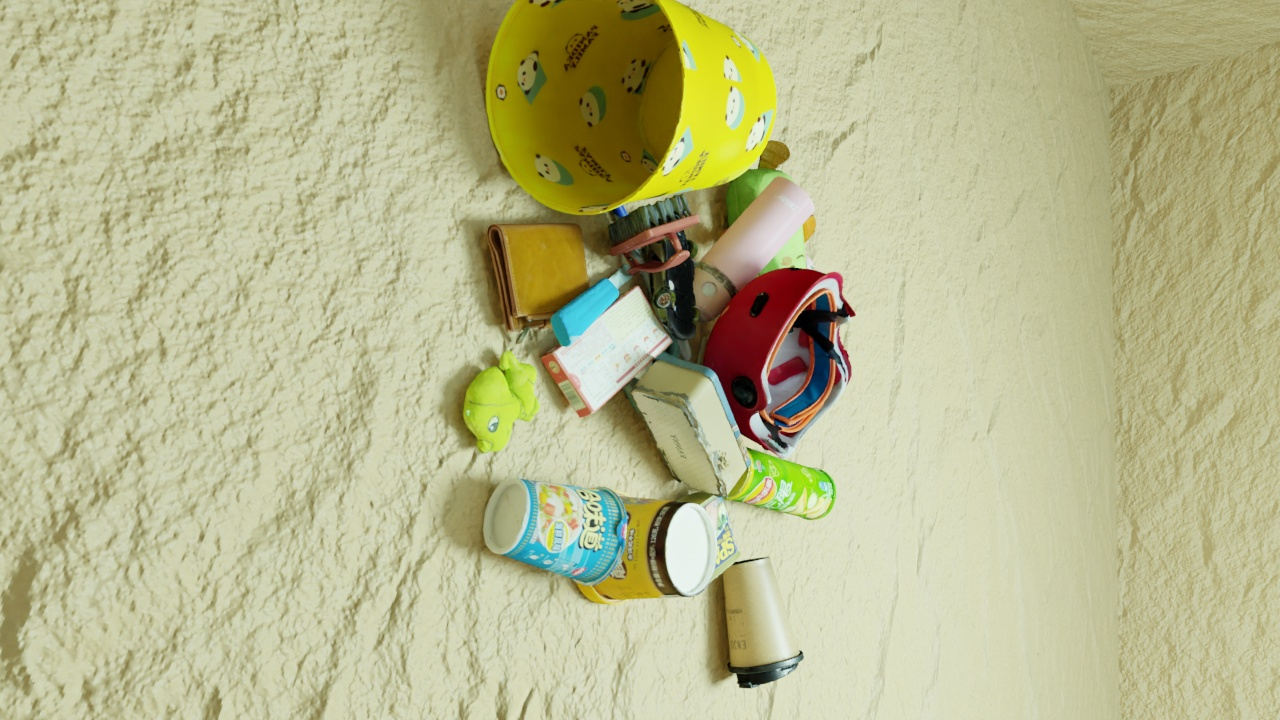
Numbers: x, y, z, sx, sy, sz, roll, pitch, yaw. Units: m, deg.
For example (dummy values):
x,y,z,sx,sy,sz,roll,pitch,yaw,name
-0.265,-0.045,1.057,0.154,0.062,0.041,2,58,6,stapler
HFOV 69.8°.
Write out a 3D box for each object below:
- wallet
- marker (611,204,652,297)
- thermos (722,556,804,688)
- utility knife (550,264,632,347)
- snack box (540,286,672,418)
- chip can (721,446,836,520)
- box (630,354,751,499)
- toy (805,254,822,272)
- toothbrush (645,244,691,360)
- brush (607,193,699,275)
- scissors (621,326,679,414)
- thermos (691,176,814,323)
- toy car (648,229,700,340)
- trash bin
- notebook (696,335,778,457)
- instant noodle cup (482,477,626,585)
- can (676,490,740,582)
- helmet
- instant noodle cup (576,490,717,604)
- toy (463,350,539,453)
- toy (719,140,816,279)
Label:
x,y,z,sx,sy,sz,roll,pitch,yaw,name
-0.096,-0.081,0.934,0.130,0.035,0.119,-13,98,-57,wallet
-0.006,-0.132,1.068,0.016,0.017,0.146,-45,118,-44,marker
0.141,0.315,1.112,0.092,0.093,0.143,0,75,-50,thermos
-0.043,-0.067,0.977,0.034,0.018,0.217,57,28,-9,utility knife
-0.033,-0.012,0.988,0.155,0.027,0.077,-41,103,-42,snack box
0.170,0.156,1.169,0.221,0.073,0.072,21,67,-47,chip can
0.056,0.071,1.017,0.060,0.090,0.184,-49,138,-28,box
0.250,-0.081,1.342,0.121,0.054,0.159,34,50,-42,toy
0.030,-0.084,1.104,0.016,0.016,0.180,-37,111,-53,toothbrush
0.008,-0.128,0.989,0.063,0.146,0.069,-21,95,-22,brush
-0.009,-0.001,1.041,0.179,0.019,0.143,16,72,-45,scissors
0.118,-0.140,1.124,0.087,0.067,0.198,43,84,1,thermos
0.036,-0.096,1.061,0.070,0.042,0.158,29,51,-51,toy car
0.008,-0.272,0.963,0.254,0.230,0.229,-17,96,-56,trash bin
0.127,0.081,1.194,0.207,0.008,0.147,38,56,-39,notebook
-0.085,0.156,0.868,0.109,0.099,0.099,22,66,-37,instant noodle cup
0.063,0.205,1.058,0.101,0.057,0.083,-24,99,-50,can
0.153,-0.015,1.099,0.206,0.144,0.240,-43,141,-33,helmet
0.007,0.193,0.943,0.118,0.115,0.118,11,77,-52,instant noodle cup
-0.134,0.038,0.873,0.100,0.031,0.096,-1,84,-55,toy
0.170,-0.180,1.232,0.226,0.090,0.246,-16,91,-41,toy
